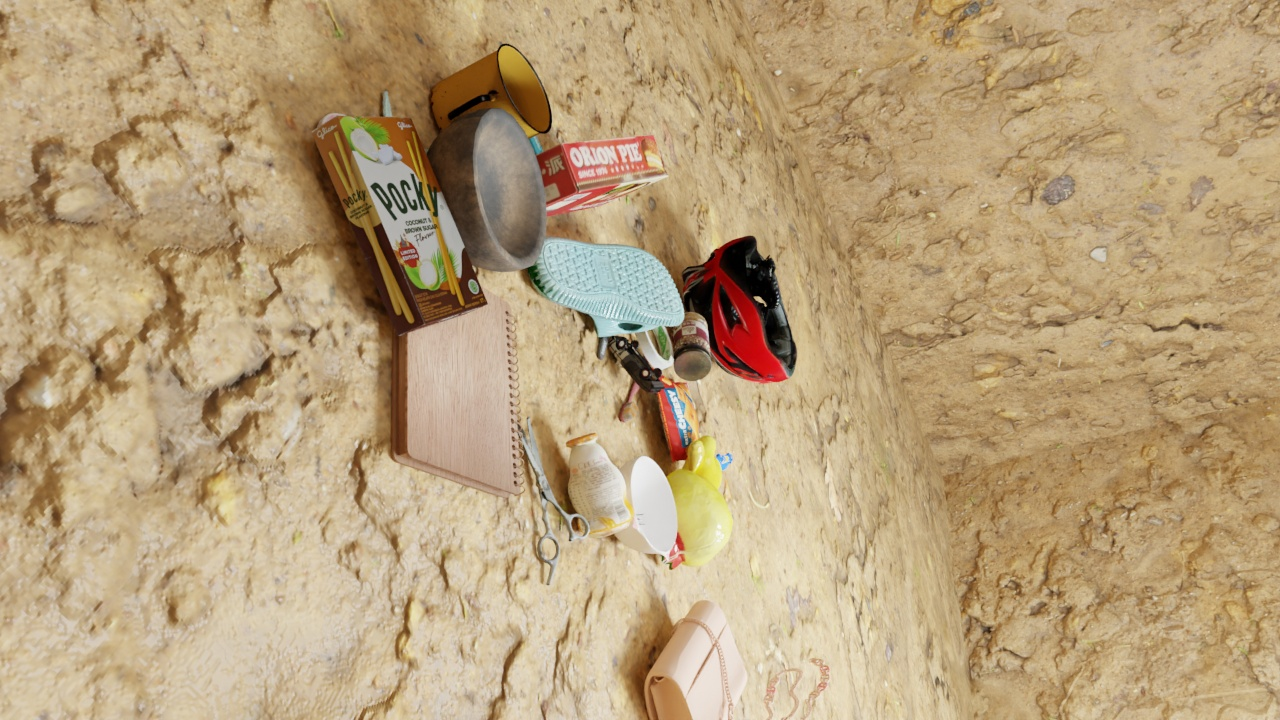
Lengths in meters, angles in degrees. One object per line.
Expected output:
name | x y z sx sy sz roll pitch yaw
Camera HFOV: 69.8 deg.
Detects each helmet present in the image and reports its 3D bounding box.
helmet | 0.173 -0.072 1.503 0.272 0.167 0.217 49 32 -42

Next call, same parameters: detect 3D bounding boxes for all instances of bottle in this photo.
bottle | -0.049 0.134 0.992 0.063 0.063 0.109 -13 85 -67
bottle | 0.076 -0.022 1.373 0.056 0.056 0.105 57 19 -31

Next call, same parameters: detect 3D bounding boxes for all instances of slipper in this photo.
slipper | -0.050 -0.093 1.159 0.275 0.070 0.116 6 66 -49

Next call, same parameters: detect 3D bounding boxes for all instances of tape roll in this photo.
tape roll | 0.018 -0.032 1.308 0.094 0.018 0.093 51 25 -36

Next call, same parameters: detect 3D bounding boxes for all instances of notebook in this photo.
notebook | -0.169 0.014 0.868 0.169 0.022 0.210 33 44 -54

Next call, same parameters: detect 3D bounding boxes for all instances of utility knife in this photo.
utility knife | -0.131 -0.262 1.163 0.022 0.015 0.149 -37 105 -58

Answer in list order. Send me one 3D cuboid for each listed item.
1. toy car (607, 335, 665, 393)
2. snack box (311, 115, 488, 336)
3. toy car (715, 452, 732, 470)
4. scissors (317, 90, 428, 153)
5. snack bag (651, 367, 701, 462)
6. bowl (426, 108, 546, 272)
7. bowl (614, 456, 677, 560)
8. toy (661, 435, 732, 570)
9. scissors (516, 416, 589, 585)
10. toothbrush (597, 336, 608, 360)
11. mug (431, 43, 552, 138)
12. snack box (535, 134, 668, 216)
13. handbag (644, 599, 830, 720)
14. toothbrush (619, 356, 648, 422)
toy car | -0.007 0.007 1.197 0.092 0.037 0.040 51 19 17
snack box | -0.210 -0.123 0.815 0.100 0.032 0.186 -30 99 -63
toy car | 0.120 0.173 1.370 0.092 0.033 0.062 9 59 -64
scissors | -0.243 -0.190 0.862 0.174 0.013 0.170 24 52 -60
snack bag | 0.053 0.083 1.285 0.144 0.039 0.130 23 52 -66
bowl | -0.160 -0.168 0.927 0.162 0.070 0.162 -6 90 -71
bowl | -0.005 0.174 1.075 0.114 0.051 0.114 46 34 -45
toy | 0.074 0.184 1.195 0.207 0.092 0.134 -78 155 -54
scissors | -0.103 0.140 0.930 0.160 0.014 0.120 52 44 -12
toothbrush | -0.041 -0.060 1.219 0.013 0.013 0.167 54 31 -35
mug | -0.166 -0.272 0.987 0.100 0.094 0.123 66 22 -9
snack box | -0.069 -0.221 1.112 0.235 0.113 0.060 -28 99 -59
handbag | 0.117 0.350 1.045 0.198 0.188 0.116 -37 114 -61
toothbrush | -0.001 0.028 1.239 0.015 0.016 0.184 59 25 -22
